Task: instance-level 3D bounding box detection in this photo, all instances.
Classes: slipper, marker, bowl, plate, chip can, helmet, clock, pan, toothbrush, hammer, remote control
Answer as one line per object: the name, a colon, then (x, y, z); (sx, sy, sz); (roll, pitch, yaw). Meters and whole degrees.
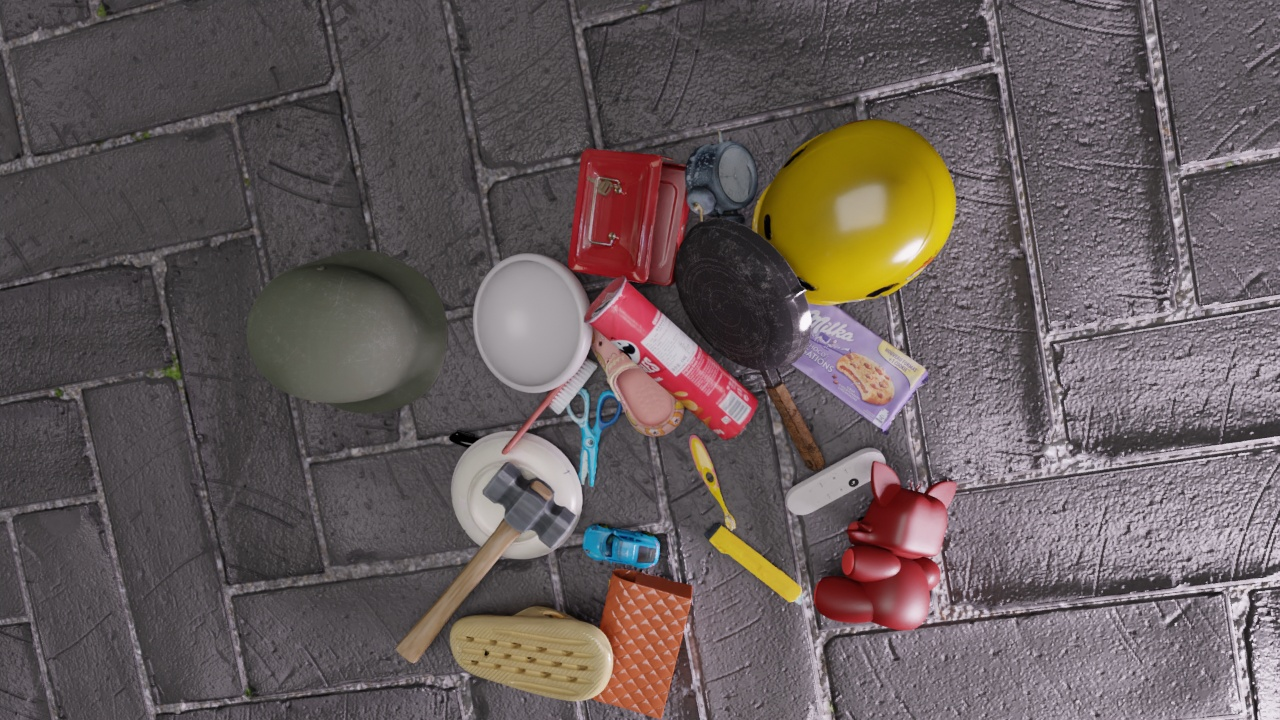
slipper: (-0.007, 0.007, 1.169); (0.093, 0.081, 0.197); (-26, 93, 10)
marker: (-0.193, 0.118, 1.242); (0.139, 0.016, 0.022); (13, 115, 7)
bowl: (-0.128, -0.049, 1.181); (0.177, 0.066, 0.176); (4, 98, 30)
plate: (-0.170, 0.186, 1.226); (0.182, 0.034, 0.182); (2, 102, 8)
chip can: (0.041, 0.000, 1.113); (0.233, 0.073, 0.073); (41, 101, -16)
helmet: (0.253, -0.174, 1.054); (0.240, 0.140, 0.209); (-33, 89, -6)
clock: (0.096, -0.209, 1.118); (0.052, 0.090, 0.129); (0, 70, 48)
pan: (0.145, -0.005, 1.114); (0.040, 0.208, 0.357); (-35, 109, -29)
toothbrush: (0.094, 0.160, 1.197); (0.021, 0.016, 0.135); (-23, 91, 15)
slipper: (-0.138, 0.385, 1.231); (0.262, 0.079, 0.111); (-3, 97, 29)
hammer: (-0.222, 0.282, 1.213); (0.117, 0.051, 0.323); (39, 107, -1)
helmet: (-0.408, -0.034, 1.196); (0.268, 0.153, 0.227); (7, 96, 9)
remote control: (0.247, 0.154, 1.164); (0.137, 0.013, 0.043); (-31, 116, 11)

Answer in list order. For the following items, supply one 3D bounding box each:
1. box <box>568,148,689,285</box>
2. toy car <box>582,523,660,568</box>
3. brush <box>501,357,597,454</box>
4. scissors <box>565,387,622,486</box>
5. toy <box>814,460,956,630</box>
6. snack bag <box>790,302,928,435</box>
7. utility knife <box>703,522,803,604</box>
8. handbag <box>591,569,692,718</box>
box: (-0.010, -0.179, 1.154); (0.137, 0.122, 0.157); (14, 101, 26)
toy car: (-0.027, 0.248, 1.219); (0.105, 0.032, 0.048); (9, 97, 10)
brush: (-0.117, 0.061, 1.197); (0.030, 0.041, 0.172); (40, 84, -6)
scissors: (-0.059, 0.105, 1.221); (0.083, 0.015, 0.140); (0, 93, 10)
toy: (0.305, 0.229, 1.115); (0.158, 0.121, 0.197); (16, 87, -29)
snack bag: (0.246, -0.006, 1.136); (0.205, 0.058, 0.096); (38, 96, 8)
utility knife: (0.150, 0.267, 1.198); (0.155, 0.017, 0.030); (38, 105, 5)
handbag: (-0.004, 0.368, 1.210); (0.109, 0.060, 0.172); (14, 100, 3)
